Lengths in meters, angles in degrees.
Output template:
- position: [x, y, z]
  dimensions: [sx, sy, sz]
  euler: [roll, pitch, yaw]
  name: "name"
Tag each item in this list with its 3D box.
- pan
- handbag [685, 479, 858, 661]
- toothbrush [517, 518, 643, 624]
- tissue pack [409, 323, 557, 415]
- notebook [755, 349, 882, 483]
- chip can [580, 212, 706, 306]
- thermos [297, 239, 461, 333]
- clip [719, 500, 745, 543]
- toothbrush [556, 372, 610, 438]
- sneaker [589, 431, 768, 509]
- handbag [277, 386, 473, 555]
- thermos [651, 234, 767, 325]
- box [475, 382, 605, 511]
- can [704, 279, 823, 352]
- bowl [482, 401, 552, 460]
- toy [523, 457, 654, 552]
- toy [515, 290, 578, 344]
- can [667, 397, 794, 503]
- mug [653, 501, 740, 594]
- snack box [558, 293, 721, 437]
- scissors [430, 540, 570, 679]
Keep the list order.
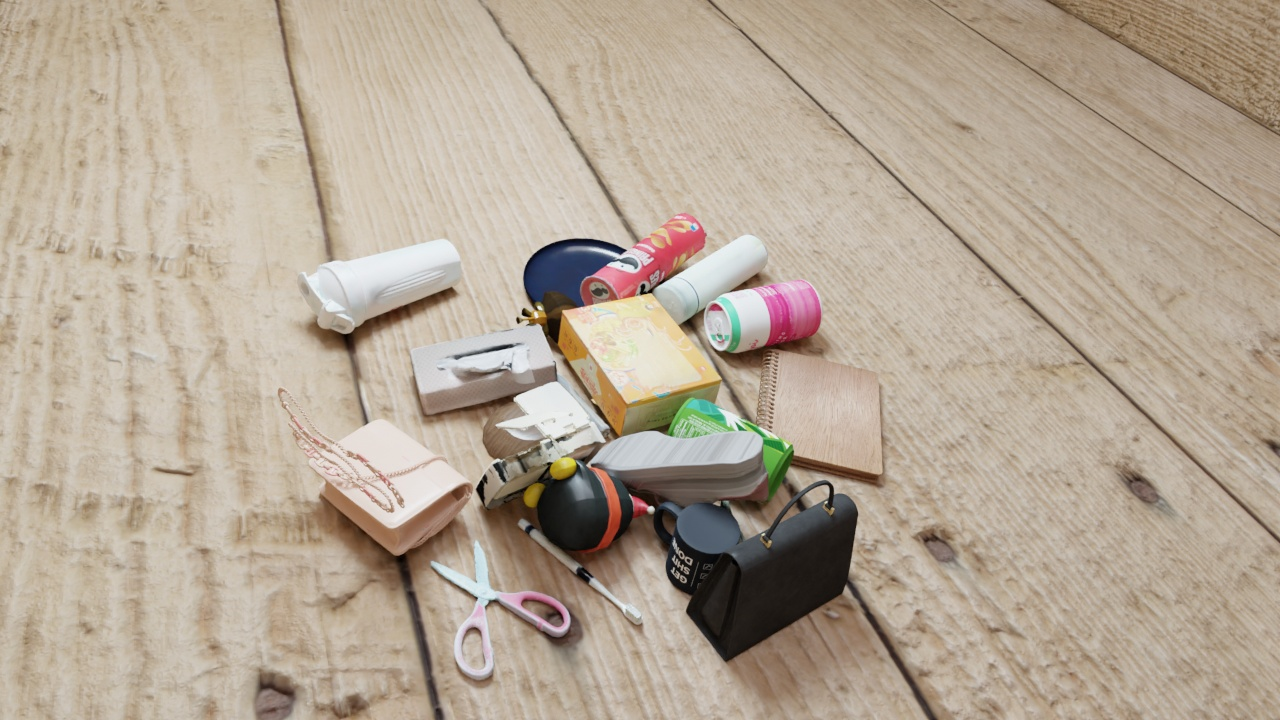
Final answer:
- position: [-0.120, -0.076, 1.362]
  dimensions: [0.199, 0.021, 0.355]
  euler: [27, 46, 16]
  name: "pan"
- position: [0.154, 0.198, 0.965]
  dimensions: [0.175, 0.196, 0.072]
  euler: [-19, 49, -30]
  name: "handbag"
- position: [-0.069, 0.230, 1.018]
  dimensions: [0.187, 0.017, 0.012]
  euler: [33, 54, 25]
  name: "toothbrush"
- position: [-0.204, 0.005, 1.200]
  dimensions: [0.181, 0.071, 0.103]
  euler: [-10, 42, -16]
  name: "tissue pack"
- position: [0.246, 0.070, 1.269]
  dimensions: [0.169, 0.022, 0.209]
  euler: [13, 40, 2]
  name: "notebook"
- position: [0.010, -0.146, 1.390]
  dimensions: [0.073, 0.073, 0.232]
  euler: [30, 47, 22]
  name: "chip can"
- position: [-0.360, -0.110, 1.298]
  dimensions: [0.219, 0.100, 0.099]
  euler: [-25, 51, -39]
  name: "thermos"
- position: [0.101, 0.198, 1.088]
  dimensions: [0.047, 0.023, 0.076]
  euler: [-8, 41, -18]
  name: "clip"
- position: [-0.100, 0.039, 1.228]
  dimensions: [0.024, 0.022, 0.185]
  euler: [-29, 53, -20]
  name: "toothbrush"
- position: [0.047, 0.140, 1.083]
  dimensions: [0.237, 0.089, 0.099]
  euler: [-4, 24, 36]
  name: "sneaker"
- position: [-0.270, 0.101, 0.994]
  dimensions: [0.199, 0.187, 0.116]
  euler: [30, 51, 28]
  name: "handbag"
- position: [0.111, -0.128, 1.437]
  dimensions: [0.068, 0.068, 0.229]
  euler: [34, 46, 25]
  name: "thermos"
- position: [-0.116, 0.071, 1.038]
  dimensions: [0.143, 0.195, 0.101]
  euler: [-21, 72, -34]
  name: "box"
- position: [0.184, -0.065, 1.361]
  dimensions: [0.165, 0.088, 0.088]
  euler: [-12, 45, -24]
  name: "can"
- position: [-0.140, 0.086, 1.160]
  dimensions: [0.118, 0.030, 0.117]
  euler: [6, 40, -5]
  name: "bowl"
- position: [-0.056, 0.167, 1.040]
  dimensions: [0.119, 0.098, 0.099]
  euler: [5, 51, -42]
  name: "toy"
- position: [-0.132, -0.059, 1.287]
  dimensions: [0.100, 0.063, 0.076]
  euler: [-10, 84, -38]
  name: "toy"
- position: [0.111, 0.110, 1.145]
  dimensions: [0.144, 0.083, 0.082]
  euler: [27, 43, 19]
  name: "can"
- position: [0.056, 0.202, 1.031]
  dimensions: [0.105, 0.078, 0.071]
  euler: [35, 46, 27]
  name: "mug"
- position: [-0.007, 0.007, 1.241]
  dimensions: [0.144, 0.081, 0.195]
  euler: [-13, 46, -27]
  name: "snack box"
- position: [-0.165, 0.263, 0.963]
  dimensions: [0.172, 0.014, 0.158]
  euler: [25, 42, 17]
  name: "scissors"
